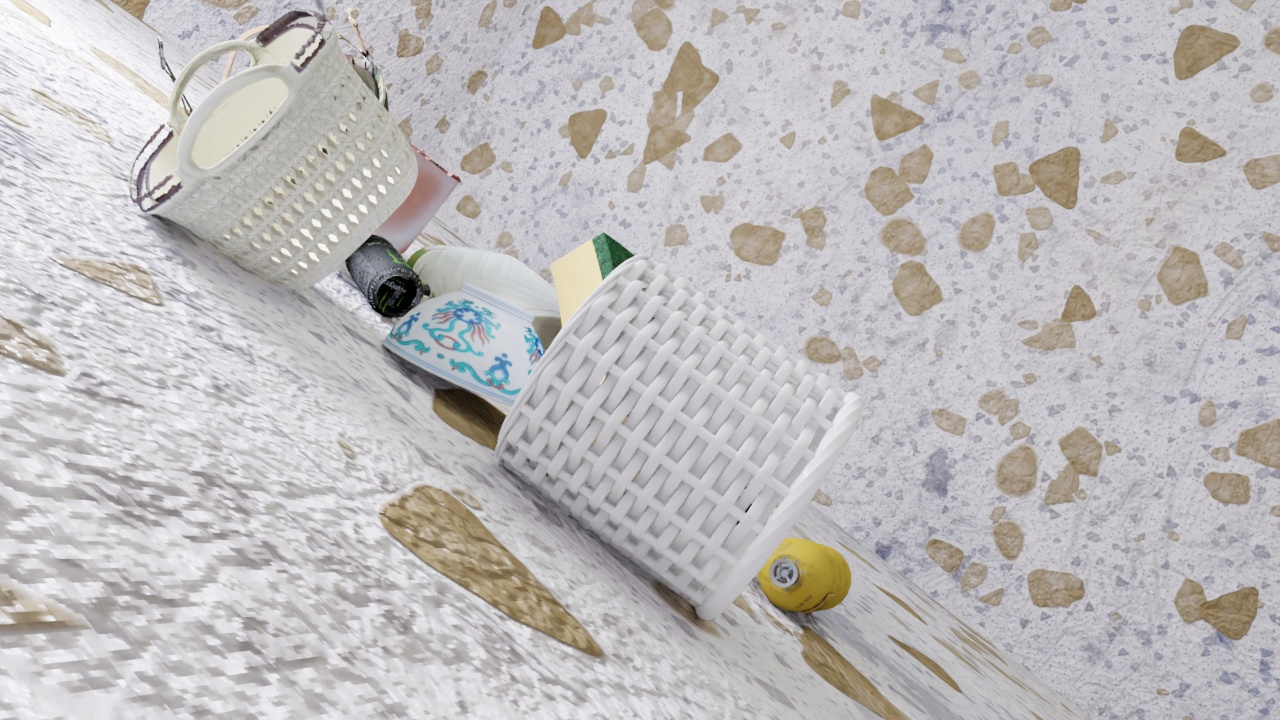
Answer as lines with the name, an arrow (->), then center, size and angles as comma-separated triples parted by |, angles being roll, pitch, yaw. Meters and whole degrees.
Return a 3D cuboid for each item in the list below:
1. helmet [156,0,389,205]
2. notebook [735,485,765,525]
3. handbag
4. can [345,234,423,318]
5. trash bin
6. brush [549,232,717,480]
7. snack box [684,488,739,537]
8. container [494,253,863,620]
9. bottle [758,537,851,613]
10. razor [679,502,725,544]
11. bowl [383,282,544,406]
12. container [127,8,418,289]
helmet -> -0.360, -0.255, 0.960 | 0.224, 0.192, 0.237 | 51, -19, 23
notebook -> 0.106, 0.119, 1.201 | 0.169, 0.019, 0.231 | 56, 8, -53
handbag -> -0.172, -0.055, 1.072 | 0.141, 0.096, 0.198 | 1, 30, -47
can -> -0.255, -0.084, 0.906 | 0.054, 0.054, 0.138 | 35, 3, -35
trash bin -> -0.407, -0.275, 1.276 | 0.181, 0.157, 0.259 | 38, 4, 29
brush -> -0.006, 0.006, 0.995 | 0.195, 0.075, 0.249 | 42, 30, -40
snack box -> 0.083, 0.173, 1.109 | 0.080, 0.025, 0.147 | 36, 2, -7
container -> 0.027, 0.051, 0.653 | 0.187, 0.189, 0.189 | 35, 2, 7
bottle -> 0.161, 0.213, 0.905 | 0.071, 0.071, 0.163 | 37, 2, 26
razor -> 0.057, 0.164, 0.990 | 0.144, 0.022, 0.042 | 46, -28, 53
bowl -> -0.134, -0.019, 0.773 | 0.144, 0.074, 0.144 | 25, 0, 0
container -> -0.275, -0.162, 0.694 | 0.143, 0.184, 0.251 | 46, -4, -35
